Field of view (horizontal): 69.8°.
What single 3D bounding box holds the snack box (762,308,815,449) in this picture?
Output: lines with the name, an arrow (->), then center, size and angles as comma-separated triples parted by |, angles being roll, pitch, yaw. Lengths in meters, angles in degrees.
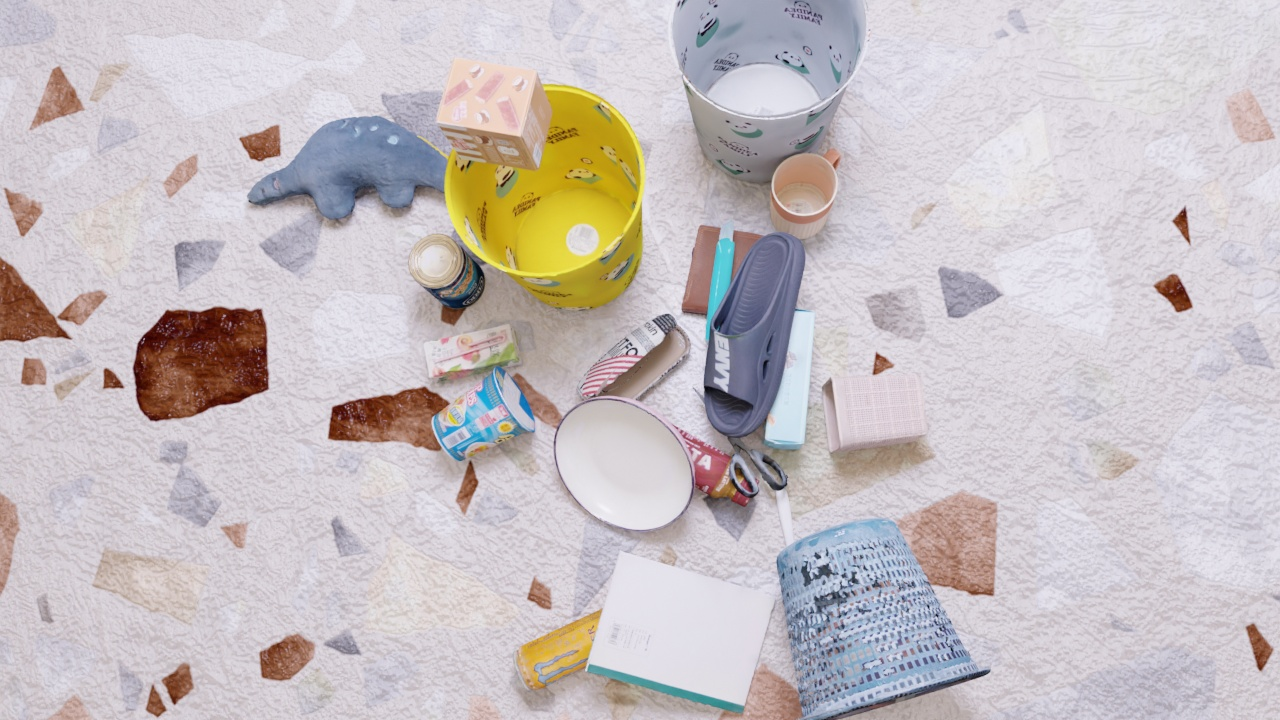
snack box -> 0.190, 0.025, 1.175 | 0.052, 0.074, 0.174 | 5, 80, 7

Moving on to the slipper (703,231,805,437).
slipper -> 0.124, -0.041, 1.139 | 0.111, 0.083, 0.268 | 11, 83, 50

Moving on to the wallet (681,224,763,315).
wallet -> 0.115, -0.117, 1.234 | 0.101, 0.032, 0.124 | 11, 80, 11

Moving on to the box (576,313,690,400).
box -> -0.005, 0.010, 1.213 | 0.163, 0.076, 0.086 | -43, 118, -3

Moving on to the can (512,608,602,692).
can -> -0.083, 0.359, 1.148 | 0.146, 0.058, 0.058 | -25, 78, 1

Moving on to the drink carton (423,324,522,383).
drink carton -> -0.226, -0.010, 1.239 | 0.122, 0.045, 0.053 | -12, 77, 3

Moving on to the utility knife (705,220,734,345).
utility knife -> 0.107, -0.097, 1.205 | 0.029, 0.013, 0.174 | 7, 91, 13

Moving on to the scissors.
scissors -> 0.120, 0.103, 1.167 | 0.165, 0.014, 0.162 | 32, 40, -5

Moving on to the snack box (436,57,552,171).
snack box -> -0.156, -0.265, 0.994 | 0.094, 0.093, 0.077 | 11, 80, 7

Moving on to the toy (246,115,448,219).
toy -> -0.393, -0.272, 1.291 | 0.356, 0.091, 0.138 | -2, 107, 7

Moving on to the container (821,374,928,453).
container -> 0.293, 0.065, 1.151 | 0.111, 0.090, 0.090 | -5, 79, 2

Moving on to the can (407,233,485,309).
can -> -0.259, -0.118, 1.229 | 0.075, 0.111, 0.075 | -1, 79, 5

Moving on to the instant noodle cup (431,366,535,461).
instant noodle cup -> -0.209, 0.077, 1.201 | 0.110, 0.099, 0.099 | -30, 78, 7

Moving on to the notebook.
notebook -> 0.051, 0.335, 1.129 | 0.209, 0.012, 0.150 | 19, 81, -11

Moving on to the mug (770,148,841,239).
mug -> 0.220, -0.223, 1.203 | 0.081, 0.106, 0.114 | 37, 85, 11

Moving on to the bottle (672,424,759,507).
bottle -> 0.067, 0.128, 1.177 | 0.175, 0.057, 0.057 | 28, 83, 10

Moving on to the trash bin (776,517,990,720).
trash bin -> 0.257, 0.297, 1.062 | 0.226, 0.227, 0.195 | -17, 65, 2

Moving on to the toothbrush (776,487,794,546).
toothbrush -> 0.193, 0.247, 1.163 | 0.016, 0.016, 0.180 | -8, 78, -1

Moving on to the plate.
plate -> -0.017, 0.125, 1.155 | 0.193, 0.038, 0.193 | 11, 119, 21

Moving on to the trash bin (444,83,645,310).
trash bin -> -0.097, -0.180, 1.151 | 0.230, 0.255, 0.229 | -1, 79, 5

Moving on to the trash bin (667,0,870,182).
trash bin -> 0.155, -0.356, 1.161 | 0.230, 0.252, 0.229 | -1, 79, 5
